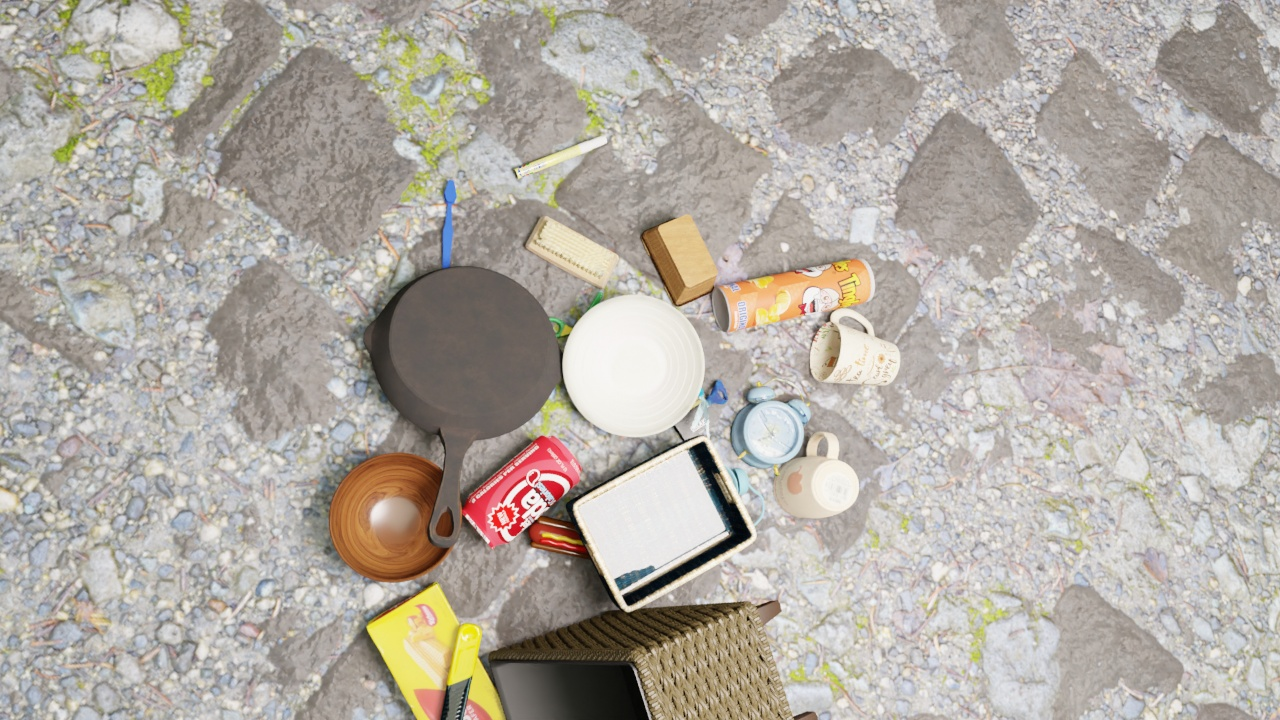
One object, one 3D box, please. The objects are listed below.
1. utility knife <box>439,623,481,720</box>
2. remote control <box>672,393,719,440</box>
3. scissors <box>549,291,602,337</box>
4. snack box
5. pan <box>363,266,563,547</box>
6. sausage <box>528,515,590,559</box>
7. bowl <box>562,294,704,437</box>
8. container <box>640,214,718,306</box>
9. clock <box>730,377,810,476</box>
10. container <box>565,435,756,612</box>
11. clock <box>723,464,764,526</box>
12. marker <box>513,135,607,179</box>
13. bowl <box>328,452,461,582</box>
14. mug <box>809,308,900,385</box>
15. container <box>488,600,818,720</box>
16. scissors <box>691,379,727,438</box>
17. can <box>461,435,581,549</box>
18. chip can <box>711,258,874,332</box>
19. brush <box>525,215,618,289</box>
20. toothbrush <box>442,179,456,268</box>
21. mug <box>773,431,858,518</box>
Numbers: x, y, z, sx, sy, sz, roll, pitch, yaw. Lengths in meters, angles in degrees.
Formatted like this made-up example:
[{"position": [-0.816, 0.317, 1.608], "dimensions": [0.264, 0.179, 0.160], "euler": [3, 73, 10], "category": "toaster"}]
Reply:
[{"position": [-0.211, 0.386, 1.042], "dimensions": [0.029, 0.020, 0.171], "euler": [13, 77, -8], "category": "utility knife"}, {"position": [0.045, 0.035, 1.201], "dimensions": [0.058, 0.013, 0.133], "euler": [-33, 89, -15], "category": "remote control"}, {"position": [-0.075, -0.028, 1.187], "dimensions": [0.128, 0.012, 0.119], "euler": [-13, 85, -12], "category": "scissors"}, {"position": [-0.231, 0.370, 1.073], "dimensions": [0.092, 0.042, 0.200], "euler": [-29, 88, -15], "category": "snack box"}, {"position": [-0.209, 0.041, 1.084], "dimensions": [0.248, 0.043, 0.355], "euler": [9, 66, -14], "category": "pan"}, {"position": [-0.062, 0.225, 1.134], "dimensions": [0.155, 0.040, 0.040], "euler": [14, 78, -10], "category": "sausage"}, {"position": [-0.007, 0.007, 1.159], "dimensions": [0.177, 0.058, 0.176], "euler": [0, 90, 4], "category": "bowl"}, {"position": [0.055, -0.136, 1.206], "dimensions": [0.063, 0.061, 0.114], "euler": [-25, 87, -15], "category": "container"}, {"position": [0.172, 0.083, 1.201], "dimensions": [0.089, 0.052, 0.124], "euler": [24, 77, -6], "category": "clock"}, {"position": [0.023, 0.192, 1.099], "dimensions": [0.187, 0.071, 0.145], "euler": [-26, 89, -14], "category": "container"}, {"position": [0.103, 0.174, 1.177], "dimensions": [0.123, 0.042, 0.087], "euler": [25, 77, -5], "category": "clock"}, {"position": [-0.105, -0.271, 1.218], "dimensions": [0.132, 0.014, 0.014], "euler": [-25, 87, -15], "category": "marker"}, {"position": [-0.286, 0.186, 1.076], "dimensions": [0.147, 0.069, 0.147], "euler": [3, 75, -13], "category": "bowl"}, {"position": [0.289, -0.020, 1.242], "dimensions": [0.097, 0.081, 0.121], "euler": [11, 52, -18], "category": "mug"}, {"position": [0.013, 0.361, 0.985], "dimensions": [0.204, 0.322, 0.176], "euler": [-14, 84, -37], "category": "container"}, {"position": [0.091, 0.059, 1.168], "dimensions": [0.086, 0.016, 0.134], "euler": [30, 34, -28], "category": "scissors"}, {"position": [-0.143, 0.157, 1.109], "dimensions": [0.142, 0.074, 0.074], "euler": [-40, 91, -15], "category": "can"}, {"position": [0.205, -0.088, 1.229], "dimensions": [0.210, 0.062, 0.062], "euler": [-12, 84, -14], "category": "chip can"}, {"position": [-0.087, -0.142, 1.188], "dimensions": [0.117, 0.039, 0.049], "euler": [28, 78, -5], "category": "brush"}, {"position": [-0.246, -0.140, 1.168], "dimensions": [0.016, 0.011, 0.186], "euler": [3, 80, -12], "category": "toothbrush"}, {"position": [0.230, 0.147, 1.176], "dimensions": [0.085, 0.104, 0.111], "euler": [9, 80, -11], "category": "mug"}]
